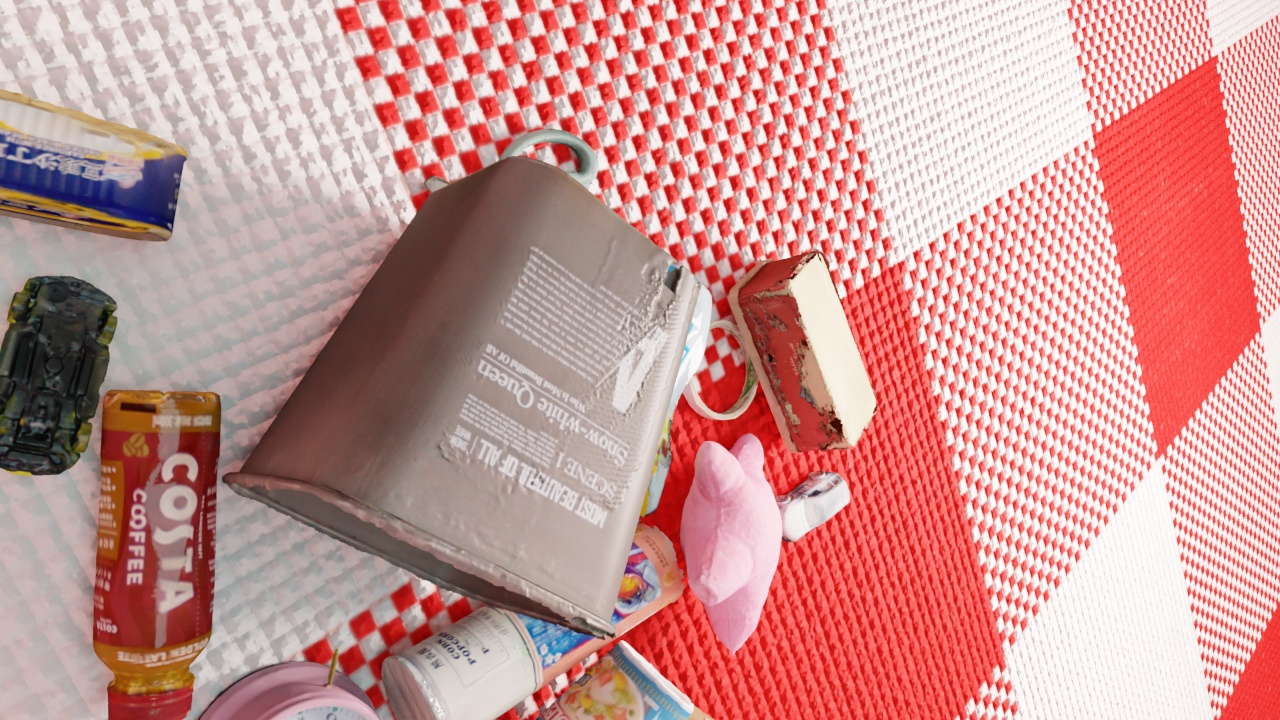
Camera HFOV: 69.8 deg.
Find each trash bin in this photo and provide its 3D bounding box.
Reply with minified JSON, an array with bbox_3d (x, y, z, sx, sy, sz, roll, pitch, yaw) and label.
[{"bbox_3d":[-0.087,0.021,0.543,0.199,0.199,0.219,36,67,-31],"label":"trash bin"}]

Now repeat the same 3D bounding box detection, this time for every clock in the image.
[{"bbox_3d":[-0.213,0.253,0.525,0.158,0.060,0.117,-43,114,-29],"label":"clock"}]

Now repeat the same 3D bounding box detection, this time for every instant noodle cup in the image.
[{"bbox_3d":[-0.024,0.259,0.638,0.109,0.099,0.099,-48,119,-10],"label":"instant noodle cup"}]

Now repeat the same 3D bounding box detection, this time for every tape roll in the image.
[{"bbox_3d":[0.069,0.008,0.790,0.085,0.014,0.086,1,89,-39],"label":"tape roll"}]

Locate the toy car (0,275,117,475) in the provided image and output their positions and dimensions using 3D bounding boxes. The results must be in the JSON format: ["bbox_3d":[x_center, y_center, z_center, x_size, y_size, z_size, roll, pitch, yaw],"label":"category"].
[{"bbox_3d":[-0.305,0.008,0.472,0.048,0.032,0.105,18,67,-38],"label":"toy car"}]

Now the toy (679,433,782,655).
[{"bbox_3d":[0.072,0.149,0.730,0.194,0.075,0.178,-1,89,-71],"label":"toy"}]

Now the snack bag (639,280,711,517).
[{"bbox_3d":[-0.006,0.015,0.695,0.110,0.039,0.190,23,76,-23],"label":"snack bag"}]

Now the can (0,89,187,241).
[{"bbox_3d":[-0.304,-0.098,0.447,0.148,0.075,0.049,11,85,-39],"label":"can"}]

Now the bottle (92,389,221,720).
[{"bbox_3d":[-0.258,0.103,0.491,0.057,0.058,0.175,3,87,-39],"label":"bottle"}]

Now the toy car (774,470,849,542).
[{"bbox_3d":[0.158,0.135,0.850,0.090,0.034,0.043,-24,108,-36],"label":"toy car"}]

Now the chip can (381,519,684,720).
[{"bbox_3d":[-0.067,0.186,0.639,0.214,0.071,0.071,-22,103,-38],"label":"chip can"}]

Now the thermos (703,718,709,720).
[{"bbox_3d":[0.025,0.377,0.688,0.087,0.067,0.198,38,79,-15],"label":"thermos"}]

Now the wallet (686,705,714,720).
[{"bbox_3d":[0.009,0.302,0.726,0.115,0.033,0.090,45,66,-31],"label":"wallet"}]

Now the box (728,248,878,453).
[{"bbox_3d":[0.152,-0.007,0.807,0.091,0.077,0.168,-43,116,-47],"label":"box"}]

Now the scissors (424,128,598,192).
[{"bbox_3d":[-0.075,-0.097,0.671,0.170,0.019,0.178,44,64,-29],"label":"scissors"}]

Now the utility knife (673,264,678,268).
[{"bbox_3d":[-0.004,0.004,0.728,0.034,0.018,0.178,37,69,-29],"label":"utility knife"}]
